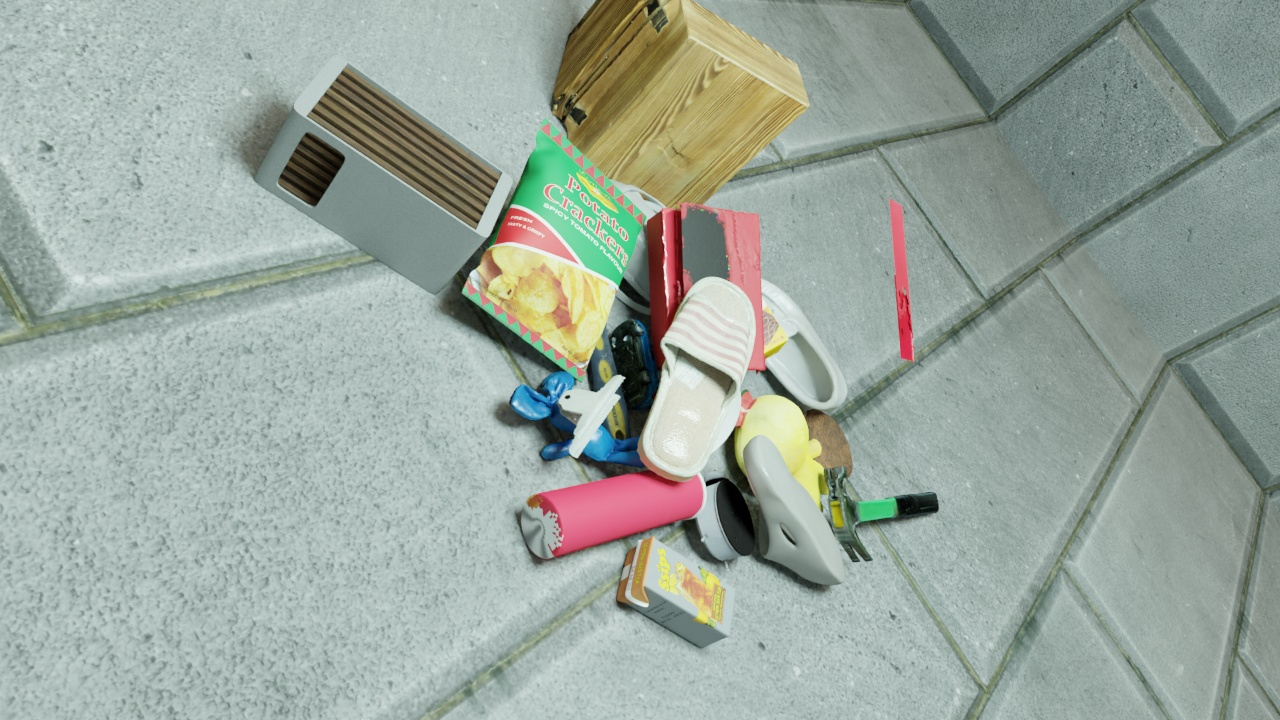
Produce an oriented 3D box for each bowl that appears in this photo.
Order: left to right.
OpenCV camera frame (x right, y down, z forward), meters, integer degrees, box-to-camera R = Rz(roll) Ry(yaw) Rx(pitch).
[{"bbox_3d":[0.266,0.128,1.346,0.102,0.026,0.114,21,47,-32],"label":"bowl"}]

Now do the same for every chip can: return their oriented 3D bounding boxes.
[{"bbox_3d":[-0.025,0.161,1.009,0.220,0.069,0.069,-6,65,-45],"label":"chip can"}]

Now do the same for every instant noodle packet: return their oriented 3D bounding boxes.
[{"bbox_3d":[-0.092,-0.131,1.098,0.195,0.090,0.252,39,60,-36],"label":"instant noodle packet"}]

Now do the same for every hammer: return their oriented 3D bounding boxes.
[{"bbox_3d":[0.361,0.216,1.334,0.318,0.032,0.130,6,72,-50],"label":"hammer"}]

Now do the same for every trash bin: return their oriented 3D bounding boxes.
[{"bbox_3d":[-0.277,-0.199,1.008,0.228,0.115,0.114,34,43,-20],"label":"trash bin"}]

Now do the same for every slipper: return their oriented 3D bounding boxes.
[{"bbox_3d":[0.068,0.012,1.056,0.115,0.052,0.262,25,63,-9],"label":"slipper"},{"bbox_3d":[0.172,0.198,1.149,0.266,0.081,0.112,52,21,-39],"label":"slipper"},{"bbox_3d":[0.206,-0.024,1.348,0.247,0.112,0.074,51,2,9],"label":"slipper"}]

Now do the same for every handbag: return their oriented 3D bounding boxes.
[{"bbox_3d":[0.017,-0.168,1.318,0.216,0.096,0.222,45,27,-10],"label":"handbag"}]

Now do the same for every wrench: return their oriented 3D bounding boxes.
[{"bbox_3d":[-0.049,-0.009,1.141,0.073,0.022,0.273,-7,66,-15],"label":"wrench"}]

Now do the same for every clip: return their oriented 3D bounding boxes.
[{"bbox_3d":[-0.057,0.053,0.999,0.052,0.058,0.101,54,47,-21],"label":"clip"}]

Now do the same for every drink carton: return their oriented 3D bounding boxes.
[{"bbox_3d":[0.040,0.257,1.013,0.125,0.049,0.076,35,42,-19],"label":"drink carton"}]

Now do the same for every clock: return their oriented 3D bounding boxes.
[{"bbox_3d":[0.102,0.187,1.118,0.094,0.035,0.122,52,28,-30],"label":"clock"}]

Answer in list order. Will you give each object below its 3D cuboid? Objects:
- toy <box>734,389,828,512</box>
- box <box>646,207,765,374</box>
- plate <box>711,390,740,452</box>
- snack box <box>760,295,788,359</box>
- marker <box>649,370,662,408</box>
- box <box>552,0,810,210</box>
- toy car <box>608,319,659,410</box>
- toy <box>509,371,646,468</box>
[{"bbox_3d":[0.194,0.126,1.233,0.208,0.092,0.133,55,46,-29],"label":"toy"},{"bbox_3d":[0.076,-0.083,1.233,0.164,0.153,0.213,2,83,-27],"label":"box"},{"bbox_3d":[0.067,0.065,1.145,0.134,0.135,0.011,15,13,-36],"label":"plate"},{"bbox_3d":[0.136,-0.030,1.277,0.105,0.061,0.083,-29,80,-12],"label":"snack box"},{"bbox_3d":[0.033,0.012,1.213,0.027,0.023,0.132,49,36,-29],"label":"marker"},{"bbox_3d":[0.025,-0.454,1.367,0.286,0.280,0.333,15,53,-36],"label":"box"},{"bbox_3d":[-0.007,0.007,1.161,0.043,0.056,0.120,15,54,-44],"label":"toy car"},{"bbox_3d":[-0.064,0.068,1.047,0.176,0.071,0.112,30,40,-9],"label":"toy"}]
